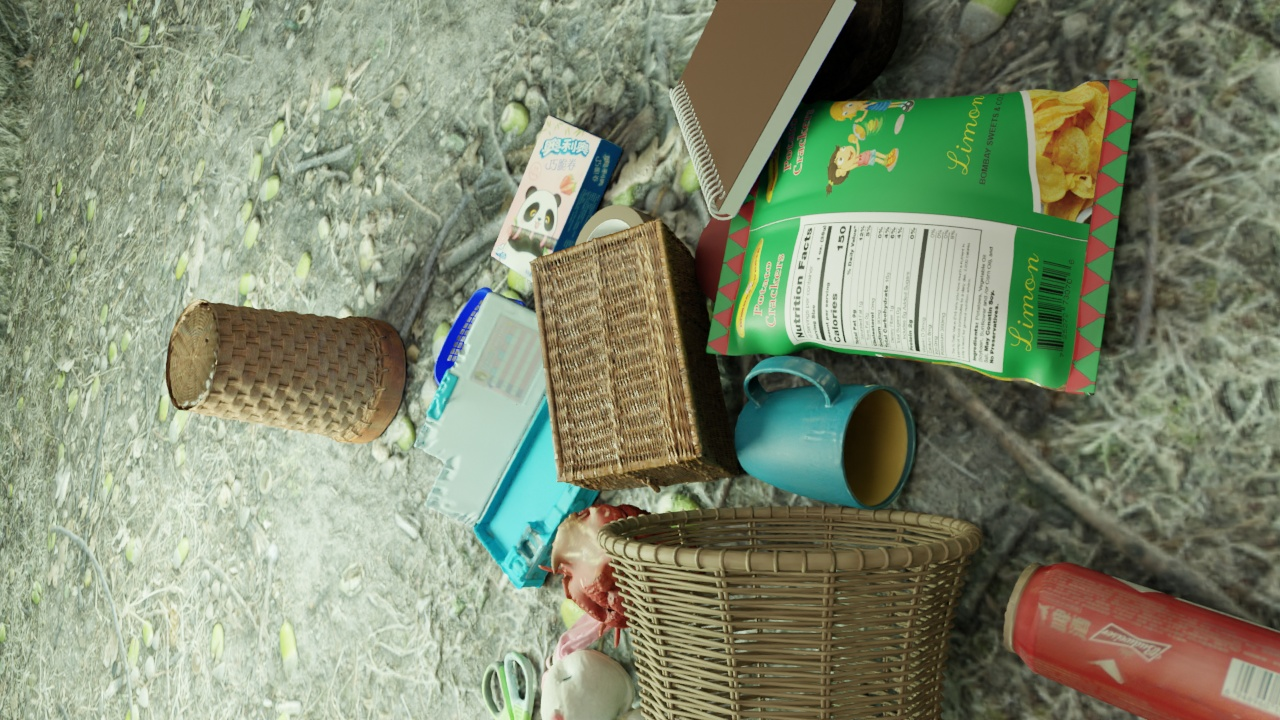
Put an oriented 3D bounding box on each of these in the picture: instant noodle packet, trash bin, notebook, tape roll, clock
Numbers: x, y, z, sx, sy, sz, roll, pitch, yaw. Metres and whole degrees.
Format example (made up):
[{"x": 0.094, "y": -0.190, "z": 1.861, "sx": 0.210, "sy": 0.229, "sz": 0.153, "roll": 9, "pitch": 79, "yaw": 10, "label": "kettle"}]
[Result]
[{"x": 0.174, "y": -0.088, "z": 0.607, "sx": 0.253, "sy": 0.090, "sz": 0.195, "roll": 7, "pitch": 81, "yaw": 32, "label": "instant noodle packet"}, {"x": -0.392, "y": 0.010, "z": 1.023, "sx": 0.152, "sy": 0.209, "sz": 0.151, "roll": -9, "pitch": 76, "yaw": 40, "label": "trash bin"}, {"x": 0.079, "y": -0.225, "z": 0.687, "sx": 0.208, "sy": 0.022, "sz": 0.172, "roll": -100, "pitch": 32, "yaw": -50, "label": "notebook"}, {"x": -0.019, "y": -0.091, "z": 0.827, "sx": 0.094, "sy": 0.030, "sz": 0.093, "roll": -10, "pitch": 75, "yaw": 41, "label": "tape roll"}, {"x": 0.096, "y": -0.082, "z": 0.713, "sx": 0.125, "sy": 0.044, "sz": 0.087, "roll": -22, "pitch": 67, "yaw": 37, "label": "clock"}]

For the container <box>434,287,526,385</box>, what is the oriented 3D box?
[{"x": -0.142, "y": -0.004, "z": 0.902, "sx": 0.096, "sy": 0.058, "sz": 0.114, "roll": 47, "pitch": 113, "yaw": 37, "label": "container"}]

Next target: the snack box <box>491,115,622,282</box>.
[{"x": -0.083, "y": -0.153, "z": 0.897, "sx": 0.088, "sy": 0.033, "sz": 0.154, "roll": 34, "pitch": 104, "yaw": 40, "label": "snack box"}]

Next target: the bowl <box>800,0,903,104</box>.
[{"x": 0.151, "y": -0.248, "z": 0.684, "sx": 0.121, "sy": 0.056, "sz": 0.121, "roll": 4, "pitch": 95, "yaw": 55, "label": "bowl"}]

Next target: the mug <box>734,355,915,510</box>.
[{"x": 0.116, "y": 0.044, "z": 0.632, "sx": 0.104, "sy": 0.112, "sz": 0.084, "roll": 1, "pitch": 40, "yaw": 49, "label": "mug"}]

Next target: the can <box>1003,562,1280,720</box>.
[{"x": 0.285, "y": 0.160, "z": 0.481, "sx": 0.170, "sy": 0.067, "sz": 0.067, "roll": 14, "pitch": 91, "yaw": 42, "label": "can"}]

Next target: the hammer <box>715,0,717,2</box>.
[{"x": 0.162, "y": -0.338, "z": 0.713, "sx": 0.331, "sy": 0.033, "sz": 0.132, "roll": 27, "pitch": 99, "yaw": 41, "label": "hammer"}]

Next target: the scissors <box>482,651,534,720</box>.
[{"x": -0.109, "y": 0.357, "z": 0.836, "sx": 0.072, "sy": 0.033, "sz": 0.175, "roll": -31, "pitch": 59, "yaw": 30, "label": "scissors"}]

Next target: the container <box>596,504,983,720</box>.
[{"x": 0.090, "y": 0.197, "z": 0.555, "sx": 0.227, "sy": 0.226, "sz": 0.196, "roll": -4, "pitch": 86, "yaw": 41, "label": "container"}]

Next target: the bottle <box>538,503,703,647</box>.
[{"x": -0.015, "y": 0.164, "z": 0.716, "sx": 0.099, "sy": 0.111, "sz": 0.098, "roll": -15, "pitch": 65, "yaw": 36, "label": "bottle"}]

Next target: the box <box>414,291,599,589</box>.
[{"x": -0.107, "y": 0.073, "z": 0.848, "sx": 0.181, "sy": 0.073, "sz": 0.227, "roll": 34, "pitch": 106, "yaw": 15, "label": "box"}]

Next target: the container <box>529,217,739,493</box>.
[{"x": -0.005, "y": 0.004, "z": 0.714, "sx": 0.113, "sy": 0.113, "sz": 0.198, "roll": -13, "pitch": 74, "yaw": 16, "label": "container"}]

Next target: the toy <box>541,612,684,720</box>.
[{"x": -0.027, "y": 0.290, "z": 0.713, "sx": 0.131, "sy": 0.105, "sz": 0.205, "roll": -56, "pitch": 49, "yaw": 22, "label": "toy"}]
